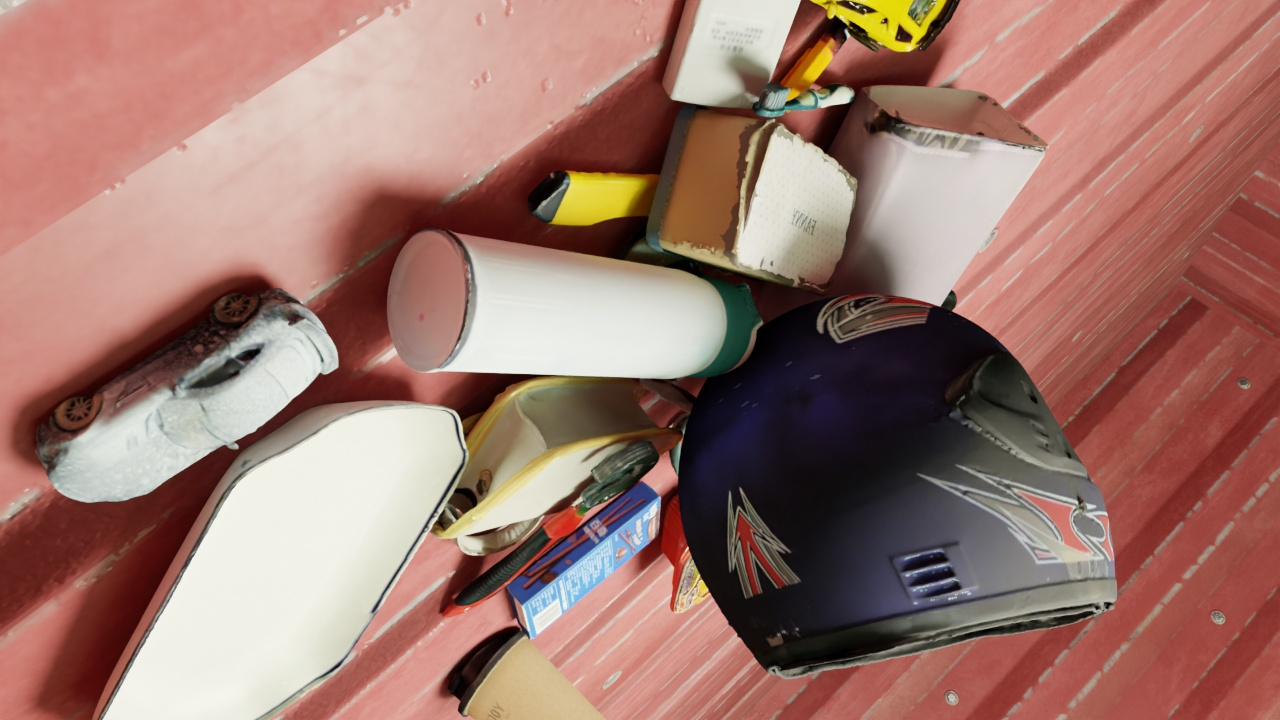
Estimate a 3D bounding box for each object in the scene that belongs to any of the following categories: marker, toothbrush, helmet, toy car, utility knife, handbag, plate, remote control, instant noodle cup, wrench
[{"bbox_3d":[0.123,-0.205,0.561,0.124,0.015,0.018,-52,157,4],"label":"marker"},{"bbox_3d":[-0.004,0.004,0.612,0.017,0.016,0.187,-36,142,19],"label":"toothbrush"},{"bbox_3d":[0.173,0.078,0.635,0.314,0.240,0.248,8,152,-39],"label":"helmet"},{"bbox_3d":[-0.186,0.017,0.384,0.120,0.037,0.054,-35,152,-16],"label":"toy car"},{"bbox_3d":[0.017,-0.036,0.611,0.070,0.042,0.158,-45,152,-4],"label":"toy car"},{"bbox_3d":[-0.002,-0.094,0.526,0.173,0.015,0.033,-13,144,-51],"label":"utility knife"},{"bbox_3d":[0.125,-0.216,0.501,0.155,0.041,0.071,6,121,-46],"label":"toy car"},{"bbox_3d":[-0.078,0.079,0.624,0.179,0.063,0.163,-42,158,26],"label":"handbag"},{"bbox_3d":[-0.199,0.118,0.506,0.266,0.034,0.161,-56,153,18],"label":"plate"},{"bbox_3d":[0.055,-0.189,0.451,0.056,0.019,0.135,-1,134,-21],"label":"remote control"},{"bbox_3d":[0.091,0.166,0.964,0.188,0.079,0.165,-32,151,-26],"label":"instant noodle cup"},{"bbox_3d":[0.102,-0.158,0.543,0.191,0.016,0.018,-34,151,-58],"label":"toothbrush"},{"bbox_3d":[0.184,-0.105,0.697,0.144,0.098,0.197,-6,136,-32],"label":"handbag"},{"bbox_3d":[-0.070,0.127,0.651,0.056,0.016,0.274,-10,154,-45],"label":"wrench"}]

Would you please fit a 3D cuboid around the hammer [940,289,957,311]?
[{"bbox_3d":[0.275,-0.068,0.963,0.300,0.033,0.129,-2,130,-55],"label":"hammer"}]

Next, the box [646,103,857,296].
[{"bbox_3d":[0.072,-0.092,0.559,0.184,0.062,0.090,10,97,-59],"label":"box"}]

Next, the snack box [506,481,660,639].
[{"bbox_3d":[-0.048,0.181,0.832,0.156,0.026,0.085,-36,152,-22],"label":"snack box"}]

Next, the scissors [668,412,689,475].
[{"bbox_3d":[0.104,0.073,0.849,0.177,0.019,0.169,42,80,-36],"label":"scissors"}]

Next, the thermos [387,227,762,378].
[{"bbox_3d":[-0.023,-0.022,0.498,0.223,0.073,0.073,3,126,-46],"label":"thermos"}]

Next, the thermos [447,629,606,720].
[{"bbox_3d":[-0.096,0.316,0.835,0.093,0.143,0.093,-49,165,-18],"label":"thermos"}]
